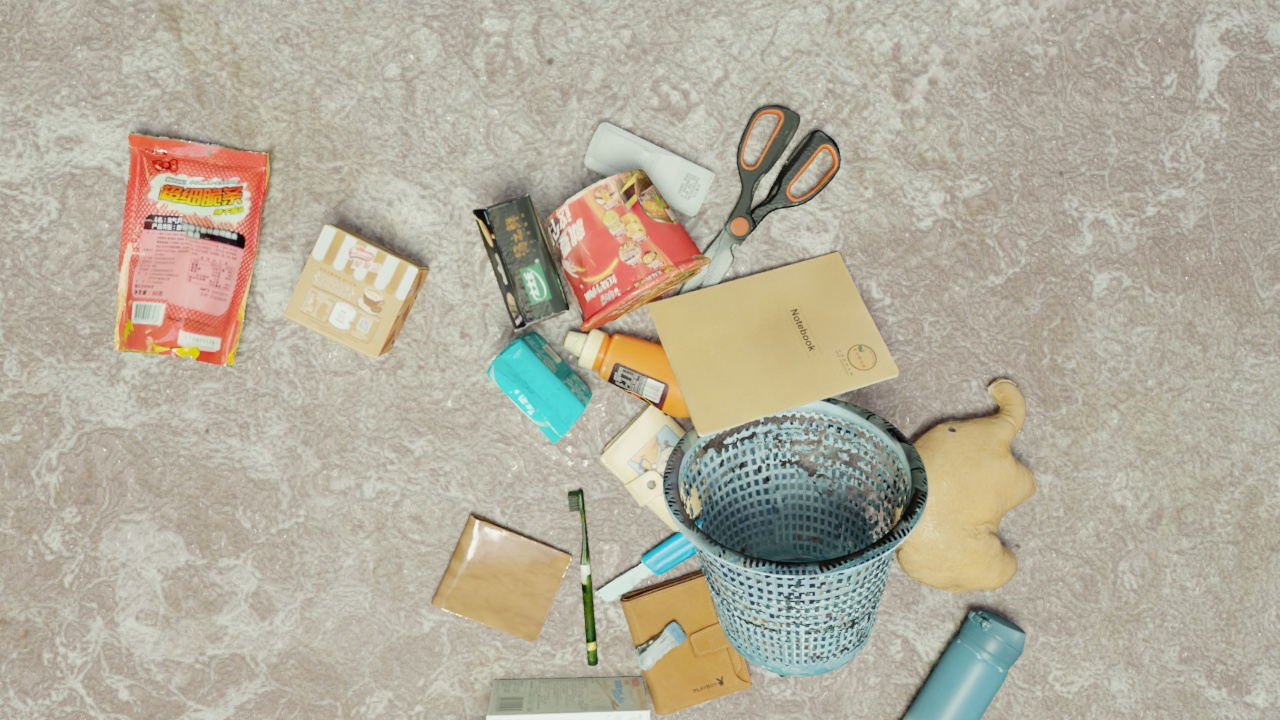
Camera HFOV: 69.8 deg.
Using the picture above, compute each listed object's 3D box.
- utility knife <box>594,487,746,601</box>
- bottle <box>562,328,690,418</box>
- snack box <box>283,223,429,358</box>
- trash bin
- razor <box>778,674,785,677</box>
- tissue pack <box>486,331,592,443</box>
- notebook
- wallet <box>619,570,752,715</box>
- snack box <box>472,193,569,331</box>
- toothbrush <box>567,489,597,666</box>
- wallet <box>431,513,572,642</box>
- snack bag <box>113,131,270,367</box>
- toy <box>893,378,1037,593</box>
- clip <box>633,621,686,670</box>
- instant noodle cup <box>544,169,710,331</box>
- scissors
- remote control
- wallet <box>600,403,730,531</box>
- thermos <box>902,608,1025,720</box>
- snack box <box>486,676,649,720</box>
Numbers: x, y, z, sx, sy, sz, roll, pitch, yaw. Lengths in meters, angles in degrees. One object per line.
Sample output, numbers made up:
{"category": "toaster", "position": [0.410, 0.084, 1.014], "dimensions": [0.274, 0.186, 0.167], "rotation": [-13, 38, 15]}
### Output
{"category": "utility knife", "position": [0.042, 0.190, 0.942], "dimensions": [0.203, 0.018, 0.034], "rotation": [-32, 99, -3]}
{"category": "bottle", "position": [-0.005, 0.005, 0.904], "dimensions": [0.149, 0.066, 0.067], "rotation": [21, 93, 0]}
{"category": "snack box", "position": [-0.265, -0.066, 0.866], "dimensions": [0.093, 0.077, 0.094], "rotation": [26, 93, -6]}
{"category": "trash bin", "position": [0.141, 0.174, 0.850], "dimensions": [0.226, 0.226, 0.195], "rotation": [-10, 126, -4]}
{"category": "razor", "position": [0.184, 0.272, 0.957], "dimensions": [0.132, 0.028, 0.043], "rotation": [-41, 66, 2]}
{"category": "tissue pack", "position": [-0.093, 0.023, 0.860], "dimensions": [0.050, 0.133, 0.093], "rotation": [-43, 93, 4]}
{"category": "notebook", "position": [0.127, -0.021, 0.887], "dimensions": [0.207, 0.008, 0.147], "rotation": [-16, 66, -11]}
{"category": "wallet", "position": [0.048, 0.291, 0.948], "dimensions": [0.108, 0.031, 0.132], "rotation": [-17, 97, -1]}
{"category": "snack box", "position": [-0.107, -0.090, 0.851], "dimensions": [0.053, 0.125, 0.113], "rotation": [-19, 96, -3]}
{"category": "toothbrush", "position": [-0.059, 0.224, 0.942], "dimensions": [0.017, 0.012, 0.186], "rotation": [-4, 96, 2]}
{"category": "wallet", "position": [-0.140, 0.223, 0.932], "dimensions": [0.115, 0.020, 0.101], "rotation": [24, 92, -9]}
{"category": "snack bag", "position": [-0.423, -0.103, 0.860], "dimensions": [0.128, 0.073, 0.208], "rotation": [7, 89, -10]}
{"category": "toy", "position": [0.330, 0.124, 0.934], "dimensions": [0.143, 0.082, 0.226], "rotation": [12, 91, -10]}
{"category": "clip", "position": [0.019, 0.287, 0.922], "dimensions": [0.056, 0.026, 0.024], "rotation": [-34, 98, -5]}
{"category": "instant noodle cup", "position": [-0.020, -0.105, 0.859], "dimensions": [0.138, 0.138, 0.108], "rotation": [-29, 89, -2]}
{"category": "scissors", "position": [0.096, -0.154, 0.919], "dimensions": [0.234, 0.021, 0.161], "rotation": [-32, 90, 3]}
{"category": "remote control", "position": [0.008, -0.188, 0.903], "dimensions": [0.125, 0.024, 0.049], "rotation": [24, 93, -7]}
{"category": "wallet", "position": [0.023, 0.110, 0.933], "dimensions": [0.087, 0.024, 0.115], "rotation": [-45, 98, -4]}
{"category": "thermos", "position": [0.324, 0.363, 0.959], "dimensions": [0.070, 0.070, 0.220], "rotation": [32, 92, -7]}
{"category": "snack box", "position": [-0.072, 0.345, 0.915], "dimensions": [0.157, 0.084, 0.027], "rotation": [1, 94, -5]}
